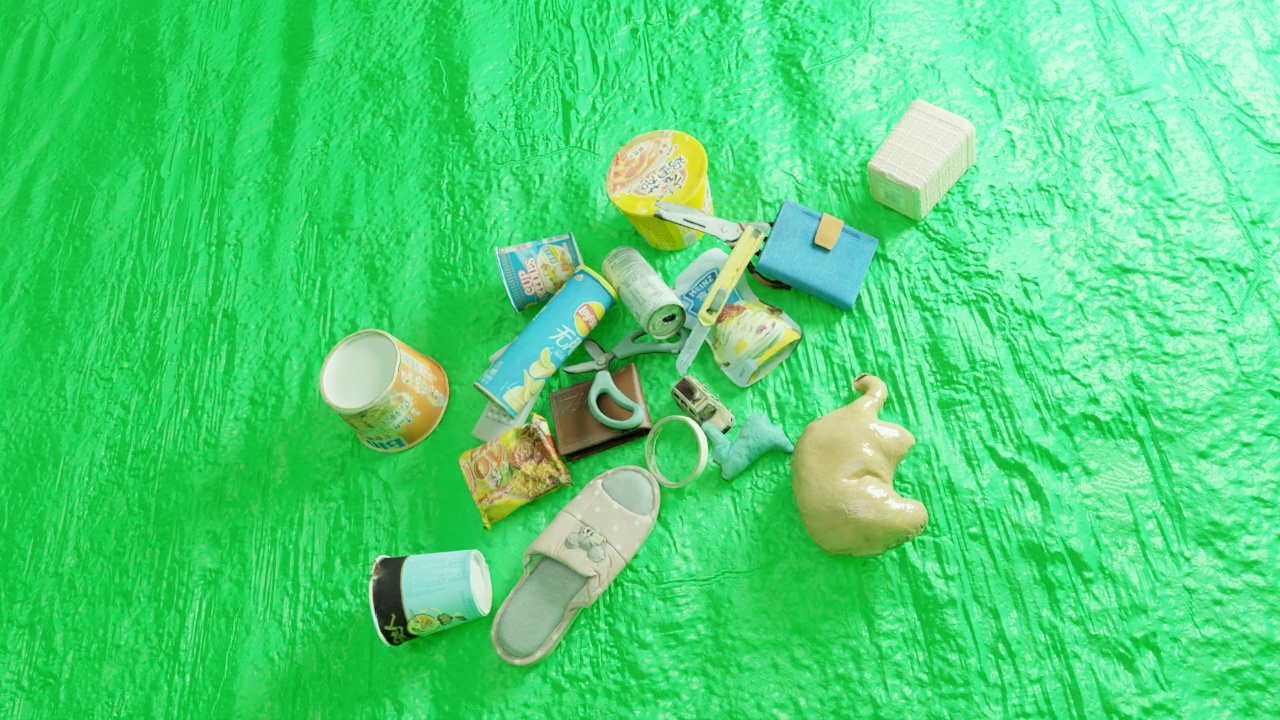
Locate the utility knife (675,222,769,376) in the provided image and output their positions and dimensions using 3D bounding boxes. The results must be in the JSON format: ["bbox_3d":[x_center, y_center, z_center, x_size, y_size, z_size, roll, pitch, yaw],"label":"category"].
[{"bbox_3d":[0.099,-0.080,1.146,0.031,0.022,0.219,29,94,-13],"label":"utility knife"}]

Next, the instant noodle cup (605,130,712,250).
[{"bbox_3d":[0.035,-0.223,1.237,0.138,0.110,0.137,-7,63,15],"label":"instant noodle cup"}]

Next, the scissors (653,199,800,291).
[{"bbox_3d":[0.117,-0.146,1.162,0.206,0.015,0.192,-21,88,-16],"label":"scissors"}]

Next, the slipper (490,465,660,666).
[{"bbox_3d":[-0.079,0.235,1.077,0.114,0.054,0.274,34,79,29],"label":"slipper"}]

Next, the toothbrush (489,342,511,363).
[{"bbox_3d":[-0.129,-0.053,1.259,0.189,0.029,0.021,-36,97,0],"label":"toothbrush"}]

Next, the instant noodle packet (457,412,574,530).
[{"bbox_3d":[-0.162,0.137,1.153,0.128,0.044,0.110,-28,70,5],"label":"instant noodle packet"}]

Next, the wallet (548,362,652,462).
[{"bbox_3d":[-0.052,0.064,1.167,0.124,0.032,0.101,-20,55,5],"label":"wallet"}]

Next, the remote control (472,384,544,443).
[{"bbox_3d":[-0.167,0.046,1.220,0.058,0.021,0.149,18,72,25],"label":"remote control"}]

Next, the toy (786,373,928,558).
[{"bbox_3d":[0.235,0.110,1.027,0.143,0.082,0.225,-6,60,10],"label":"toy"}]

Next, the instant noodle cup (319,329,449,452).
[{"bbox_3d":[-0.349,0.034,1.233,0.151,0.111,0.151,-7,63,14],"label":"instant noodle cup"}]

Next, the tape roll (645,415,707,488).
[{"bbox_3d":[0.042,0.109,1.102,0.086,0.013,0.085,-6,81,39],"label":"tape roll"}]

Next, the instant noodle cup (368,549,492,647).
[{"bbox_3d":[-0.244,0.274,1.089,0.120,0.111,0.111,-12,61,5],"label":"instant noodle cup"}]

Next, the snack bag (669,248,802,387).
[{"bbox_3d":[0.112,-0.059,1.174,0.110,0.039,0.191,-44,58,6],"label":"snack bag"}]

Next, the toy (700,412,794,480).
[{"bbox_3d":[0.120,0.098,1.088,0.092,0.030,0.096,-42,82,-1],"label":"toy"}]

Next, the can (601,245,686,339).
[{"bbox_3d":[0.003,-0.090,1.193,0.058,0.058,0.146,-35,46,-1],"label":"can"}]

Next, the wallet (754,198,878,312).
[{"bbox_3d":[0.221,-0.132,1.148,0.133,0.040,0.106,25,74,0],"label":"wallet"}]

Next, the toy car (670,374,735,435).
[{"bbox_3d":[0.076,0.057,1.128,0.042,0.035,0.090,-43,62,-4],"label":"toy car"}]

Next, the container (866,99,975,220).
[{"bbox_3d":[0.352,-0.250,1.161,0.090,0.090,0.111,36,82,29],"label":"container"}]

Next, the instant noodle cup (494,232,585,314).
[{"bbox_3d":[-0.133,-0.127,1.259,0.110,0.099,0.099,-19,60,0],"label":"instant noodle cup"}]

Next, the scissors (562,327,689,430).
[{"bbox_3d":[-0.007,0.007,1.162,0.179,0.019,0.170,-30,47,-6],"label":"scissors"}]

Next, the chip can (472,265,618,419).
[{"bbox_3d":[-0.121,-0.025,1.188,0.071,0.071,0.210,34,76,29],"label":"chip can"}]
